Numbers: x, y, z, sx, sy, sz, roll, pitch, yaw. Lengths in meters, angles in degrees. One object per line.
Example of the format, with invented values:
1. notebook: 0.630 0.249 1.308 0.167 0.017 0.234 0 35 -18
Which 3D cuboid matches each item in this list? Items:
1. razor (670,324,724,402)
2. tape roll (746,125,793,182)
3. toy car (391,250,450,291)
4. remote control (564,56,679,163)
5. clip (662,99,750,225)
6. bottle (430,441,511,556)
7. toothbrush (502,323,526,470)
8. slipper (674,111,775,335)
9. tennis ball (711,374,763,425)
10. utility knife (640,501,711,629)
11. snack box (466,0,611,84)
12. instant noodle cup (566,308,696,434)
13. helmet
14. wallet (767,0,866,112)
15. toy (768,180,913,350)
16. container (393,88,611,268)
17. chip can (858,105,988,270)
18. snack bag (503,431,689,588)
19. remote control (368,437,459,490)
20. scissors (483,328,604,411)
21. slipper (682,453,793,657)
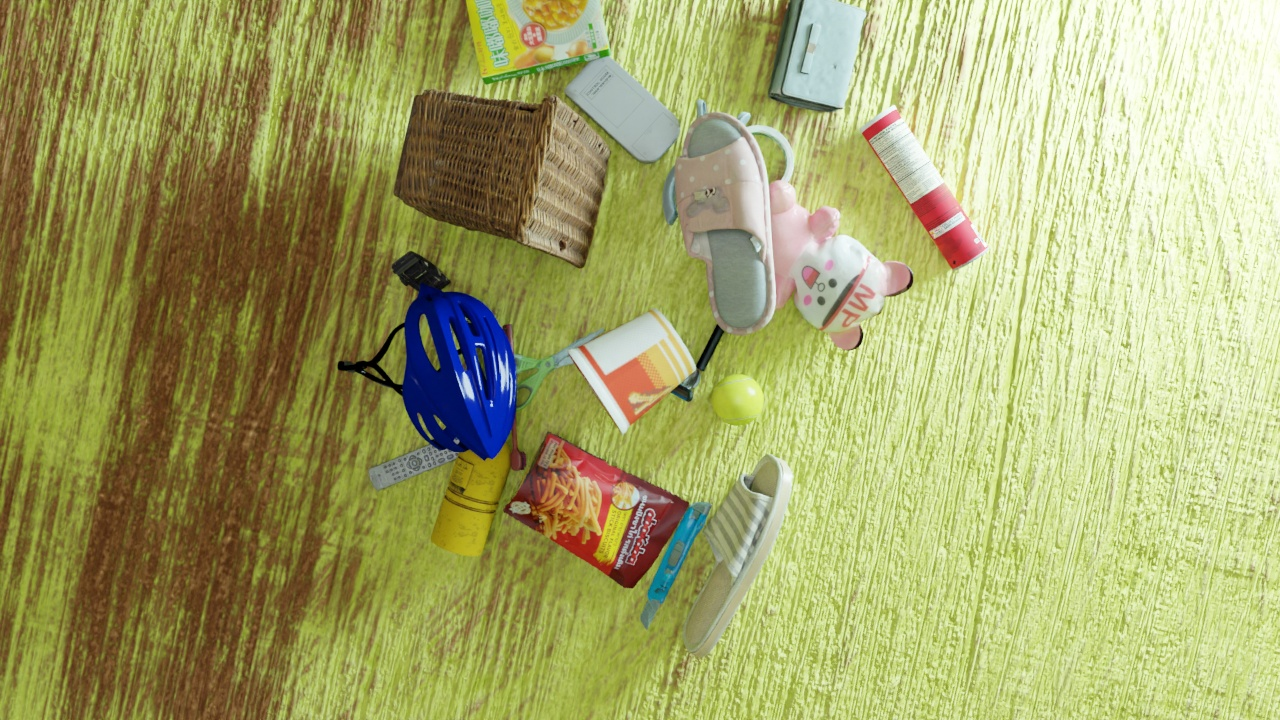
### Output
1. razor: 0.087 -0.013 1.185 0.043 0.022 0.144 30 89 41
2. tape roll: 0.149 -0.252 1.175 0.094 0.018 0.094 0 91 3
3. toy car: -0.280 -0.111 1.166 0.040 0.092 0.037 -36 66 4
4. remote control: -0.020 -0.322 1.180 0.151 0.019 0.074 43 90 3
5. clip: 0.096 -0.238 1.157 0.115 0.028 0.163 20 98 17
6. bottle: -0.211 0.161 1.178 0.071 0.071 0.164 19 92 2
7. toothbrush: -0.162 0.047 1.179 0.016 0.016 0.189 -11 79 33
8. slipper: 0.102 -0.165 1.103 0.114 0.054 0.274 -12 87 31
9. tennis ball: 0.123 0.050 1.161 0.065 0.065 0.065 0 92 3
10. utility knife: 0.042 0.265 1.196 0.031 0.015 0.185 25 93 23
11. snack box: -0.132 -0.435 1.171 0.168 0.027 0.132 -12 83 4
12. instant noodle cup: -0.007 0.007 1.144 0.121 0.123 0.123 -34 90 -5
13. helmet: -0.263 0.025 1.132 0.228 0.147 0.241 -19 70 17
14. wallet: 0.221 -0.385 1.154 0.100 0.054 0.132 11 97 3
15. toy: 0.219 -0.118 1.141 0.213 0.084 0.142 37 111 5
16. container: -0.160 -0.218 1.089 0.183 0.249 0.162 13 92 12
17. chip can: 0.355 -0.215 1.149 0.052 0.052 0.214 -34 90 3
18. snack bag: -0.059 0.193 1.191 0.208 0.067 0.139 31 87 -8
19. remote control: -0.292 0.133 1.209 0.136 0.013 0.033 -22 90 3
20. scissors: -0.115 0.013 1.199 0.175 0.032 0.093 -16 88 7
21. slipper: 0.112 0.244 1.150 0.054 0.114 0.273 21 96 -19
